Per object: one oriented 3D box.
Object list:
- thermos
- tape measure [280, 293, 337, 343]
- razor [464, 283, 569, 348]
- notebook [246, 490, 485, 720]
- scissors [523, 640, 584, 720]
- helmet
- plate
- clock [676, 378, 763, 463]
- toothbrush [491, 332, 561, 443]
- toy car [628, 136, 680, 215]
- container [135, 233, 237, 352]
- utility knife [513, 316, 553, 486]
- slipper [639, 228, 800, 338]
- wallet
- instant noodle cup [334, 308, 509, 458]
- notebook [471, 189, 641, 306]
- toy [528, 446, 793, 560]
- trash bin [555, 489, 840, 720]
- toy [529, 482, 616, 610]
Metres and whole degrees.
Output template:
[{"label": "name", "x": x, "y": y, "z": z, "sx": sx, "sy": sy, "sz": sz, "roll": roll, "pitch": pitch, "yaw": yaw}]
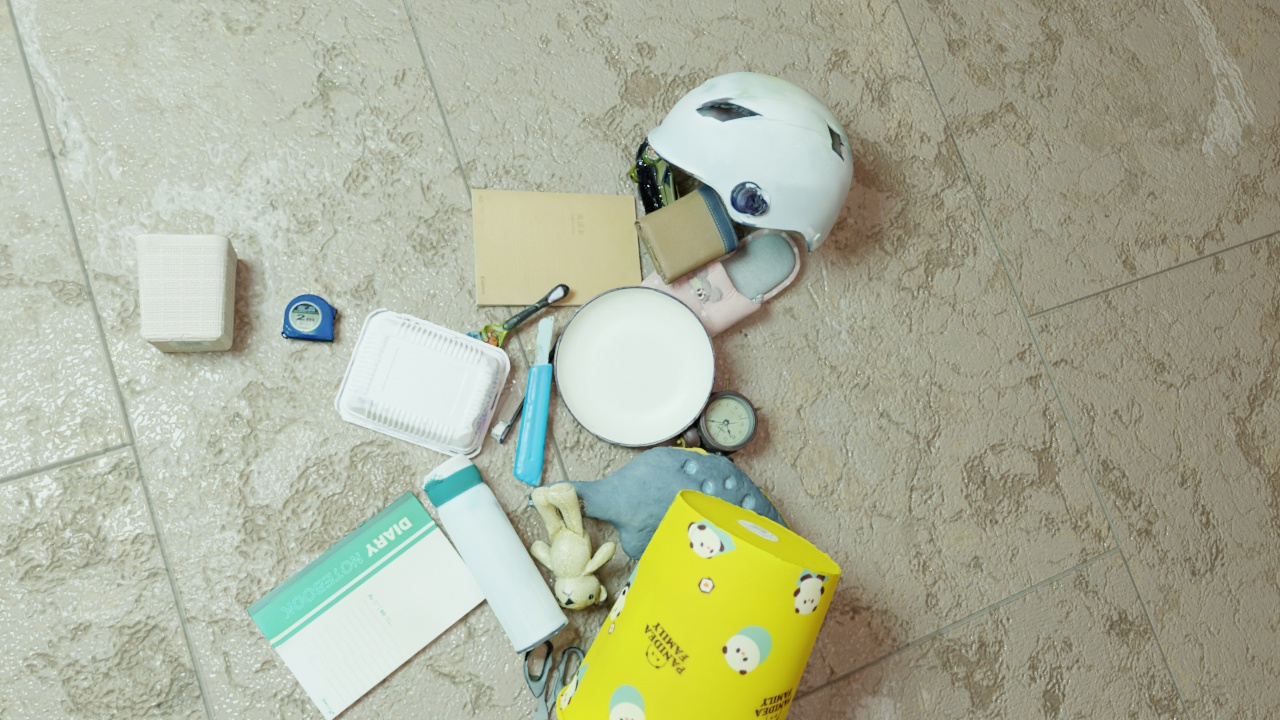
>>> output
[{"label": "thermos", "x": -0.164, "y": 0.210, "z": 1.022, "sx": 0.073, "sy": 0.073, "sz": 0.224, "roll": -30, "pitch": 87, "yaw": -20}, {"label": "tape measure", "x": -0.375, "y": -0.047, "z": 1.039, "sx": 0.058, "sy": 0.025, "sz": 0.054, "roll": 5, "pitch": 74, "yaw": -19}, {"label": "razor", "x": -0.144, "y": -0.050, "z": 1.100, "sx": 0.142, "sy": 0.022, "sz": 0.042, "roll": -35, "pitch": 91, "yaw": -12}, {"label": "notebook", "x": -0.294, "y": 0.263, "z": 1.001, "sx": 0.208, "sy": 0.012, "sz": 0.150, "roll": -37, "pitch": 89, "yaw": -20}, {"label": "scissors", "x": -0.119, "y": 0.398, "z": 1.022, "sx": 0.173, "sy": 0.014, "sz": 0.142, "roll": -39, "pitch": 94, "yaw": -19}, {"label": "helmet", "x": 0.154, "y": -0.266, "z": 1.121, "sx": 0.258, "sy": 0.146, "sz": 0.228, "roll": 25, "pitch": 29, "yaw": -18}, {"label": "plate", "x": -0.007, "y": 0.006, "z": 1.104, "sx": 0.192, "sy": 0.039, "sz": 0.192, "roll": 0, "pitch": 95, "yaw": 1}, {"label": "clock", "x": 0.094, "y": 0.087, "z": 1.130, "sx": 0.082, "sy": 0.055, "sz": 0.121, "roll": 40, "pitch": 72, "yaw": -6}, {"label": "toothbrush", "x": -0.126, "y": 0.020, "z": 1.102, "sx": 0.018, "sy": 0.016, "sz": 0.180, "roll": 30, "pitch": 72, "yaw": 1}, {"label": "toy car", "x": 0.024, "y": -0.207, "z": 1.170, "sx": 0.042, "sy": 0.070, "sz": 0.158, "roll": -10, "pitch": 83, "yaw": -20}, {"label": "container", "x": -0.483, "y": -0.070, "z": 0.981, "sx": 0.090, "sy": 0.090, "sz": 0.111, "roll": -2, "pitch": 82, "yaw": -17}, {"label": "utility knife", "x": -0.121, "y": 0.046, "z": 1.082, "sx": 0.034, "sy": 0.018, "sz": 0.202, "roll": 8, "pitch": 84, "yaw": -14}, {"label": "slipper", "x": 0.098, "y": -0.093, "z": 1.169, "sx": 0.273, "sy": 0.054, "sz": 0.114, "roll": -28, "pitch": 91, "yaw": -22}, {"label": "wallet", "x": 0.058, "y": -0.154, "z": 1.120, "sx": 0.115, "sy": 0.033, "sz": 0.090, "roll": -31, "pitch": 100, "yaw": -24}, {"label": "instant noodle cup", "x": -0.243, "y": 0.025, "z": 1.035, "sx": 0.173, "sy": 0.060, "sz": 0.138, "roll": 21, "pitch": 81, "yaw": -13}, {"label": "notebook", "x": -0.104, "y": -0.140, "z": 1.148, "sx": 0.211, "sy": 0.012, "sz": 0.149, "roll": -1, "pitch": 78, "yaw": -17}, {"label": "toy", "x": 0.050, "y": 0.169, "z": 1.071, "sx": 0.356, "sy": 0.091, "sz": 0.138, "roll": 13, "pitch": 112, "yaw": -8}, {"label": "trash bin", "x": 0.068, "y": 0.287, "z": 0.943, "sx": 0.229, "sy": 0.229, "sz": 0.255, "roll": 23, "pitch": 94, "yaw": -10}, {"label": "toy", "x": -0.082, "y": 0.209, "z": 1.029, "sx": 0.105, "sy": 0.066, "sz": 0.157, "roll": -8, "pitch": 106, "yaw": 15}]
